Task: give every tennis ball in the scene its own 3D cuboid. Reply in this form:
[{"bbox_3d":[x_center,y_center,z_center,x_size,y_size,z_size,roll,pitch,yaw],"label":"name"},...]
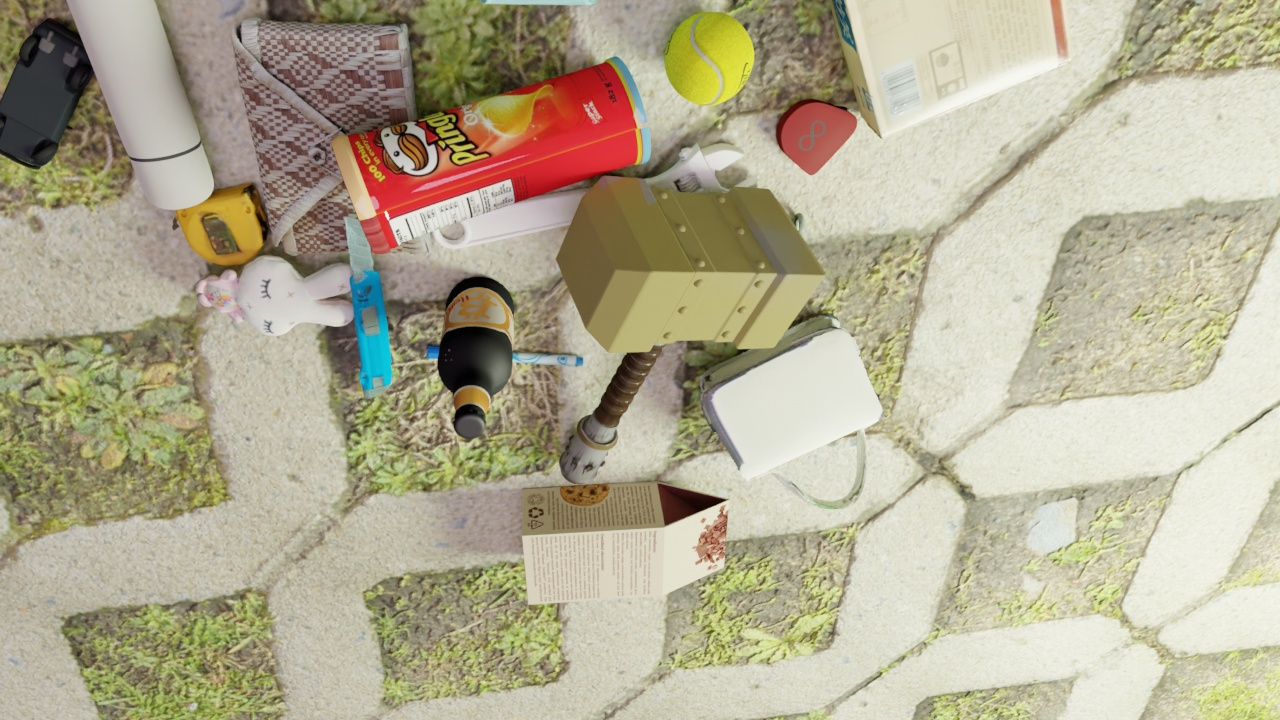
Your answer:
[{"bbox_3d":[0.050,-0.223,0.679,0.065,0.065,0.065,-3,123,-5],"label":"tennis ball"}]

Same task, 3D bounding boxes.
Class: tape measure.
[{"bbox_3d":[0.140,-0.187,0.741,0.051,0.019,0.059,36,106,-23],"label":"tape measure"},{"bbox_3d":[-0.333,-0.105,0.735,0.068,0.030,0.059,-11,122,2],"label":"tape measure"}]

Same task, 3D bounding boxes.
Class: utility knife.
[{"bbox_3d":[-0.231,-0.039,0.776,0.031,0.015,0.207,-18,139,-23],"label":"utility knife"}]

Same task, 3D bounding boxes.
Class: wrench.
[{"bbox_3d":[-0.039,-0.130,0.761,0.273,0.018,0.066,-10,124,2],"label":"wrench"}]

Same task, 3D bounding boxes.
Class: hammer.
[{"bbox_3d":[-0.005,0.005,0.794,0.190,0.100,0.326,-2,141,-31],"label":"hammer"}]

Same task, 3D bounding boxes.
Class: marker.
[{"bbox_3d":[-0.123,-0.004,0.836,0.141,0.013,0.013,3,123,-9],"label":"marker"}]

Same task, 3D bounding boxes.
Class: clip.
[{"bbox_3d":[0.127,-0.093,0.800,0.043,0.023,0.076,-6,125,-4],"label":"clip"}]

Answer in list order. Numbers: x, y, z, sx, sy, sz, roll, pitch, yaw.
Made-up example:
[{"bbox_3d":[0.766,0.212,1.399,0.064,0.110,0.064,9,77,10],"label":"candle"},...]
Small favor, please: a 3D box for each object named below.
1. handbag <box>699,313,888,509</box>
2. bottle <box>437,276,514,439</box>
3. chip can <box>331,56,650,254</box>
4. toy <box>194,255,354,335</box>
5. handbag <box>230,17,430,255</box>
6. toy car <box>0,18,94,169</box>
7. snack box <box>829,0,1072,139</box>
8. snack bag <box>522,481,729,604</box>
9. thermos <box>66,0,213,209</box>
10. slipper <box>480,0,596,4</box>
[{"bbox_3d":[0.153,0.062,0.862,0.151,0.074,0.176,-27,103,9],"label":"handbag"},{"bbox_3d":[-0.132,-0.001,0.735,0.059,0.181,0.059,-3,123,-5],"label":"bottle"},{"bbox_3d":[-0.106,-0.151,0.670,0.213,0.087,0.087,-20,124,-10],"label":"chip can"},{"bbox_3d":[-0.299,-0.052,0.755,0.125,0.037,0.076,1,135,-19],"label":"toy"},{"bbox_3d":[-0.231,-0.162,0.699,0.124,0.047,0.186,-1,124,-5],"label":"handbag"},{"bbox_3d":[-0.433,-0.191,0.664,0.046,0.034,0.112,31,114,-24],"label":"toy car"},{"bbox_3d":[0.214,-0.288,0.662,0.153,0.055,0.207,-22,123,8],"label":"snack box"},{"bbox_3d":[-0.014,0.184,0.936,0.206,0.069,0.094,-3,123,-5],"label":"snack bag"},{"bbox_3d":[-0.359,-0.215,0.646,0.052,0.052,0.224,-6,124,-3],"label":"thermos"},{"bbox_3d":[-0.034,-0.288,0.602,0.276,0.116,0.069,-17,88,0],"label":"slipper"}]
